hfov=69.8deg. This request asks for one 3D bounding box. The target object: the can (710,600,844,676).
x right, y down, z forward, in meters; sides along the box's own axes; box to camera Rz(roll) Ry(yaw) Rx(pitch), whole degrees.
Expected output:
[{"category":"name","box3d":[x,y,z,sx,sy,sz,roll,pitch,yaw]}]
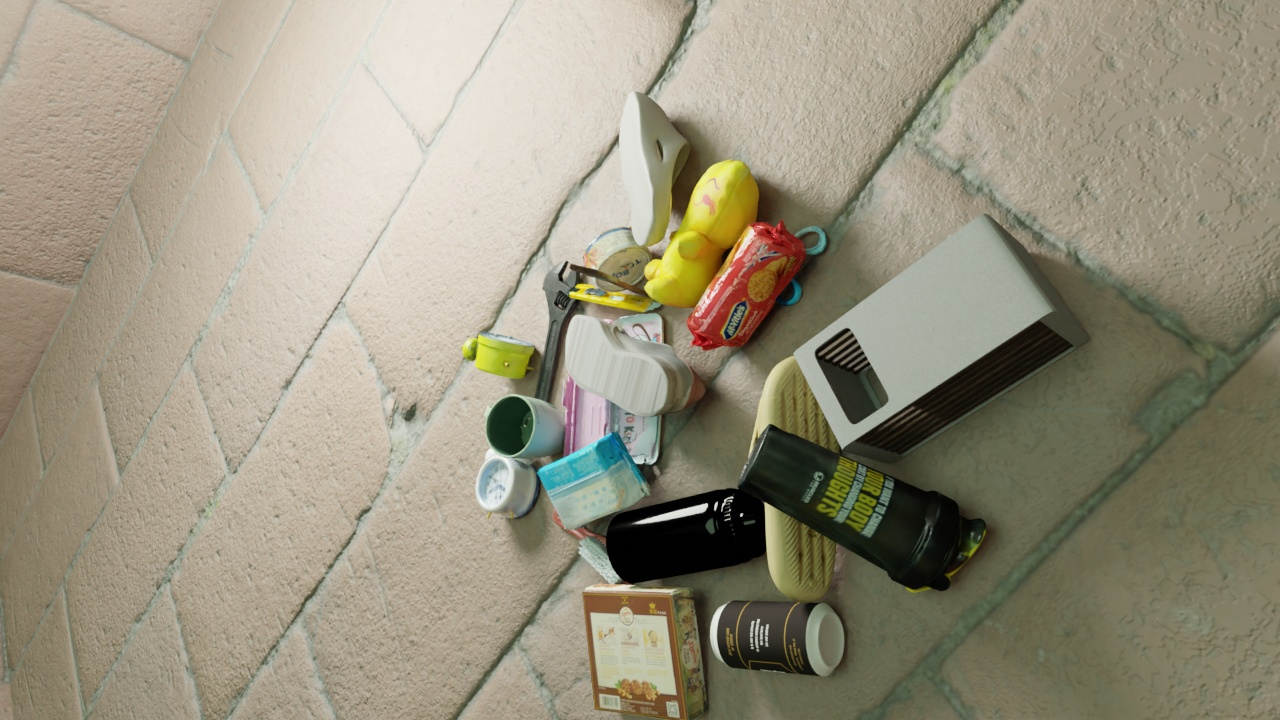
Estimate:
[{"category":"can","box3d":[0.143,0.290,0.965,0.129,0.071,0.071,-10,72,39]}]

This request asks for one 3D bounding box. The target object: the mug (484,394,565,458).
[{"category":"mug","box3d":[-0.159,0.088,1.252,0.111,0.104,0.084,22,93,30]}]

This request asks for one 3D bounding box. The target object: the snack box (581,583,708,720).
[{"category":"snack box","box3d":[0.002,0.339,1.076,0.143,0.041,0.147,-10,84,39]}]

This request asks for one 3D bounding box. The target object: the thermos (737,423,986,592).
[{"category":"thermos","box3d":[0.206,0.141,0.879,0.221,0.098,0.098,26,97,4]}]

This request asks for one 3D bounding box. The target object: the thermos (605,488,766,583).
[{"category":"thermos","box3d":[0.063,0.199,1.051,0.199,0.086,0.086,-20,66,36]}]

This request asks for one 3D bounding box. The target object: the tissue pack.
[{"category":"tissue pack","box3d":[-0.058,0.153,1.158,0.145,0.061,0.093,-29,87,35]}]

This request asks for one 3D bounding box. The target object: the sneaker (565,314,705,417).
[{"category":"sneaker","box3d":[-0.007,0.007,1.154,0.236,0.089,0.099,33,110,48]}]

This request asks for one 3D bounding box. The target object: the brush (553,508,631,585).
[{"category":"brush","box3d":[-0.070,0.237,1.194,0.172,0.030,0.041,34,101,42]}]

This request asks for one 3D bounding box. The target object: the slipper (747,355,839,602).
[{"category":"slipper","box3d":[0.153,0.124,0.977,0.079,0.111,0.261,-16,66,45]}]

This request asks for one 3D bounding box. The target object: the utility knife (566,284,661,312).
[{"category":"utility knife","box3d":[-0.037,-0.085,1.252,0.159,0.017,0.030,16,53,34]}]

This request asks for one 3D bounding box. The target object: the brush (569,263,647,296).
[{"category":"brush","box3d":[-0.032,-0.100,1.176,0.045,0.143,0.008,16,90,34]}]

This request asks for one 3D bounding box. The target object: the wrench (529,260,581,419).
[{"category":"wrench","box3d":[-0.130,-0.010,1.321,0.073,0.018,0.273,8,86,33]}]

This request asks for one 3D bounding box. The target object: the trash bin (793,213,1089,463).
[{"category":"trash bin","box3d":[0.286,-0.013,0.893,0.229,0.114,0.114,-39,56,27]}]

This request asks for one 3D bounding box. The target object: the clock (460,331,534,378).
[{"category":"clock","box3d":[-0.210,-0.012,1.350,0.119,0.083,0.057,18,97,40]}]

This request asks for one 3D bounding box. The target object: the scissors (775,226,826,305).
[{"category":"scissors","box3d":[0.159,-0.118,1.104,0.140,0.013,0.117,11,90,43]}]

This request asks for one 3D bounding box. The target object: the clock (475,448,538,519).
[{"category":"clock","box3d":[-0.189,0.163,1.306,0.089,0.052,0.125,-9,69,40]}]

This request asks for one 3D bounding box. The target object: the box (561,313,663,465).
[{"category":"box","box3d":[-0.035,0.041,1.216,0.153,0.037,0.201,-5,75,31]}]

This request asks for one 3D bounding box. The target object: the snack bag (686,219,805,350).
[{"category":"snack bag","box3d":[0.125,-0.084,1.074,0.082,0.082,0.177,51,119,37]}]

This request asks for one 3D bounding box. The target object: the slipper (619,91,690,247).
[{"category":"slipper","box3d":[0.027,-0.251,1.210,0.113,0.080,0.265,105,163,-45]}]

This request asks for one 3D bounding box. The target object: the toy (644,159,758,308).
[{"category":"toy","box3d":[0.083,-0.151,1.121,0.194,0.087,0.134,-59,7,11]}]

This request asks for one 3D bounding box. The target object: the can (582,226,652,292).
[{"category":"can","box3d":[-0.030,-0.134,1.223,0.086,0.086,0.043,-45,55,23]}]
